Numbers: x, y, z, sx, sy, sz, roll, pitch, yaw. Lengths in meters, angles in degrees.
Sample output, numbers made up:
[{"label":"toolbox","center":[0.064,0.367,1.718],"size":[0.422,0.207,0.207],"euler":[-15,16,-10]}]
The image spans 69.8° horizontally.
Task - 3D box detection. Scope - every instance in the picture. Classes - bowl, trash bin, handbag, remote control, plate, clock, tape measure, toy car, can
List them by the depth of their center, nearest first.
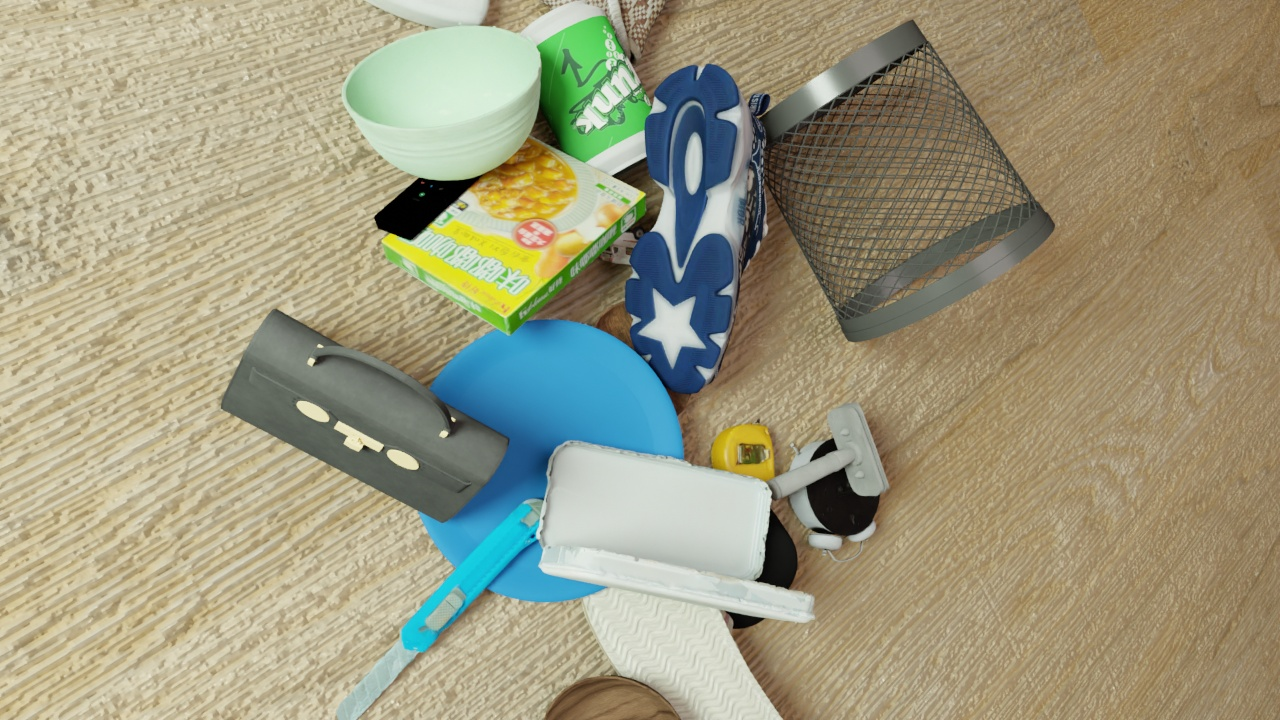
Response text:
[{"label":"handbag","center":[-0.168,0.028,0.588],"size":[0.175,0.196,0.072],"euler":[31,68,-14]},{"label":"bowl","center":[-0.145,-0.190,0.710],"size":[0.150,0.151,0.077],"euler":[-45,147,-29]},{"label":"bowl","center":[-0.016,0.294,0.716],"size":[0.119,0.119,0.032],"euler":[66,16,-4]},{"label":"remote control","center":[-0.151,-0.149,0.737],"size":[0.149,0.034,0.013],"euler":[-52,151,-32]},{"label":"plate","center":[-0.073,0.079,0.741],"size":[0.224,0.024,0.224],"euler":[2,83,-20]},{"label":"remote control","center":[-0.181,-0.310,0.759],"size":[0.114,0.028,0.060],"euler":[9,76,-30]},{"label":"can","center":[-0.043,-0.228,0.793],"size":[0.087,0.088,0.140],"euler":[-33,98,-32]},{"label":"bowl","center":[-0.005,0.005,0.808],"size":[0.101,0.026,0.114],"euler":[-32,98,-32]},{"label":"bowl","center":[0.103,0.179,0.825],"size":[0.124,0.053,0.124],"euler":[6,77,-30]},{"label":"toy car","center":[0.014,-0.100,0.835],"size":[0.113,0.039,0.039],"euler":[4,99,-32]},{"label":"handbag","center":[-0.054,-0.366,0.837],"size":[0.185,0.047,0.124],"euler":[33,65,-23]},{"label":"tape measure","center":[0.096,0.088,0.852],"size":[0.058,0.030,0.068],"euler":[5,78,-33]},{"label":"trash bin","center":[0.236,-0.172,0.883],"size":[0.217,0.218,0.227],"euler":[-35,96,-31]},{"label":"clock","center":[0.190,0.135,0.898],"size":[0.094,0.035,0.122],"euler":[-10,87,-32]}]

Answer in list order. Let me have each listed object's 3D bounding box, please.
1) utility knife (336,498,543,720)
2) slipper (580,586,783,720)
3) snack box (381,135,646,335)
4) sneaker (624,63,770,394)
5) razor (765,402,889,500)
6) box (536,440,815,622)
[{"label":"utility knife","center":[-0.143,0.183,0.683],"size":[0.031,0.015,0.220],"euler":[45,73,-7]},{"label":"slipper","center":[0.041,0.253,0.767],"size":[0.114,0.052,0.263],"euler":[-32,85,-21]},{"label":"snack box","center":[-0.097,-0.107,0.728],"size":[0.132,0.027,0.167],"euler":[31,58,22]},{"label":"sneaker","center":[0.067,-0.106,0.791],"size":[0.132,0.103,0.269],"euler":[-8,105,-55]},{"label":"razor","center":[0.165,0.099,0.846],"size":[0.116,0.047,0.088],"euler":[-20,91,-25]},{"label":"box","center":[0.032,0.133,0.702],"size":[0.210,0.105,0.129],"euler":[12,76,-25]}]
